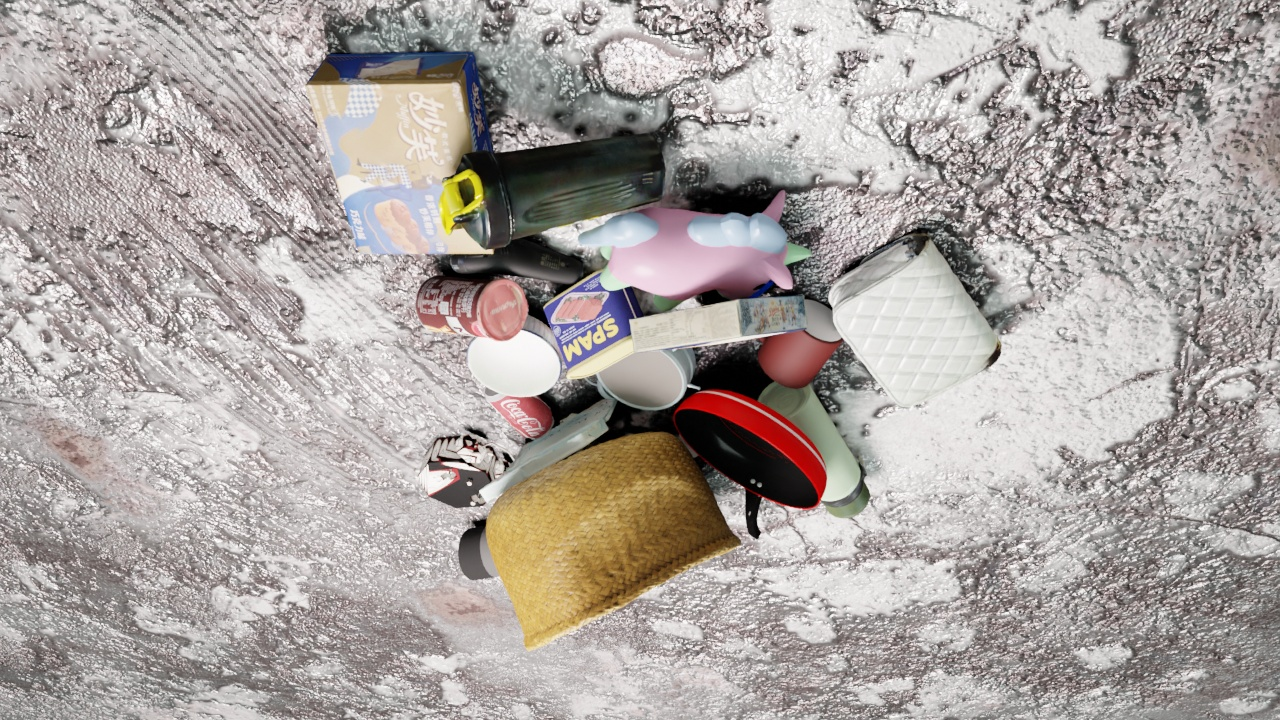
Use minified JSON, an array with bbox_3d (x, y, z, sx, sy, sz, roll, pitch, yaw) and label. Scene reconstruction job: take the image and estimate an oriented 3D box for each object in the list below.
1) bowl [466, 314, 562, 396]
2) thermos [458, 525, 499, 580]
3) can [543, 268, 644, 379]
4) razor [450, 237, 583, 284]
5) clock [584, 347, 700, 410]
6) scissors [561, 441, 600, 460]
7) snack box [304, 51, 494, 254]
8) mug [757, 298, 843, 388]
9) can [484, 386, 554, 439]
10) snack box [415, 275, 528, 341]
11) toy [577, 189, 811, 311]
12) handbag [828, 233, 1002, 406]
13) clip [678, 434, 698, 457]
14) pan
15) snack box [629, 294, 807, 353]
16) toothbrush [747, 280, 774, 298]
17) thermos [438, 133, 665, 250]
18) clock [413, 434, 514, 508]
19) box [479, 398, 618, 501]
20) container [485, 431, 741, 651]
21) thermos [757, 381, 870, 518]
[{"bbox_3d":[-0.152,-0.017,1.141,0.118,0.062,0.118,3,134,3],"label":"bowl"},{"bbox_3d":[-0.158,0.282,1.418,0.241,0.082,0.082,-13,131,18],"label":"thermos"},{"bbox_3d":[-0.051,-0.044,1.075,0.116,0.092,0.056,-29,167,30],"label":"can"},{"bbox_3d":[-0.142,-0.114,1.064,0.151,0.053,0.067,11,161,-14],"label":"razor"},{"bbox_3d":[-0.007,0.007,1.146,0.160,0.045,0.122,-5,129,26],"label":"clock"},{"bbox_3d":[-0.093,0.169,1.347,0.121,0.012,0.171,2,131,8],"label":"scissors"},{"bbox_3d":[-0.237,-0.211,0.959,0.155,0.069,0.203,1,134,5],"label":"snack box"},{"bbox_3d":[0.178,-0.030,1.092,0.106,0.073,0.083,38,133,9],"label":"mug"},{"bbox_3d":[-0.160,0.060,1.223,0.054,0.053,0.096,-21,128,24],"label":"can"},{"bbox_3d":[-0.198,-0.062,1.065,0.121,0.072,0.072,7,142,40],"label":"snack box"},{"bbox_3d":[0.055,-0.120,0.979,0.222,0.120,0.172,16,150,-31],"label":"toy"},{"bbox_3d":[0.312,-0.046,1.054,0.139,0.072,0.195,-31,123,21],"label":"handbag"},{"bbox_3d":[0.076,0.115,1.257,0.102,0.050,0.059,37,115,-25],"label":"clip"},{"bbox_3d":[0.151,0.150,1.211,0.209,0.067,0.356,26,158,25],"label":"pan"},{"bbox_3d":[0.088,-0.040,1.016,0.145,0.144,0.042,-9,90,38],"label":"snack box"},{"bbox_3d":[0.098,-0.052,1.108,0.016,0.018,0.183,48,126,-4],"label":"toothbrush"},{"bbox_3d":[-0.087,-0.173,0.913,0.220,0.098,0.098,-14,137,-18],"label":"thermos"},{"bbox_3d":[-0.248,0.163,1.325,0.155,0.064,0.114,-24,127,28],"label":"clock"},{"bbox_3d":[-0.116,0.116,1.218,0.198,0.134,0.041,-30,96,31],"label":"box"},{"bbox_3d":[-0.050,0.225,1.200,0.307,0.196,0.307,-24,167,-6],"label":"container"},{"bbox_3d":[0.239,0.121,1.220,0.082,0.082,0.231,-20,128,24],"label":"thermos"}]
